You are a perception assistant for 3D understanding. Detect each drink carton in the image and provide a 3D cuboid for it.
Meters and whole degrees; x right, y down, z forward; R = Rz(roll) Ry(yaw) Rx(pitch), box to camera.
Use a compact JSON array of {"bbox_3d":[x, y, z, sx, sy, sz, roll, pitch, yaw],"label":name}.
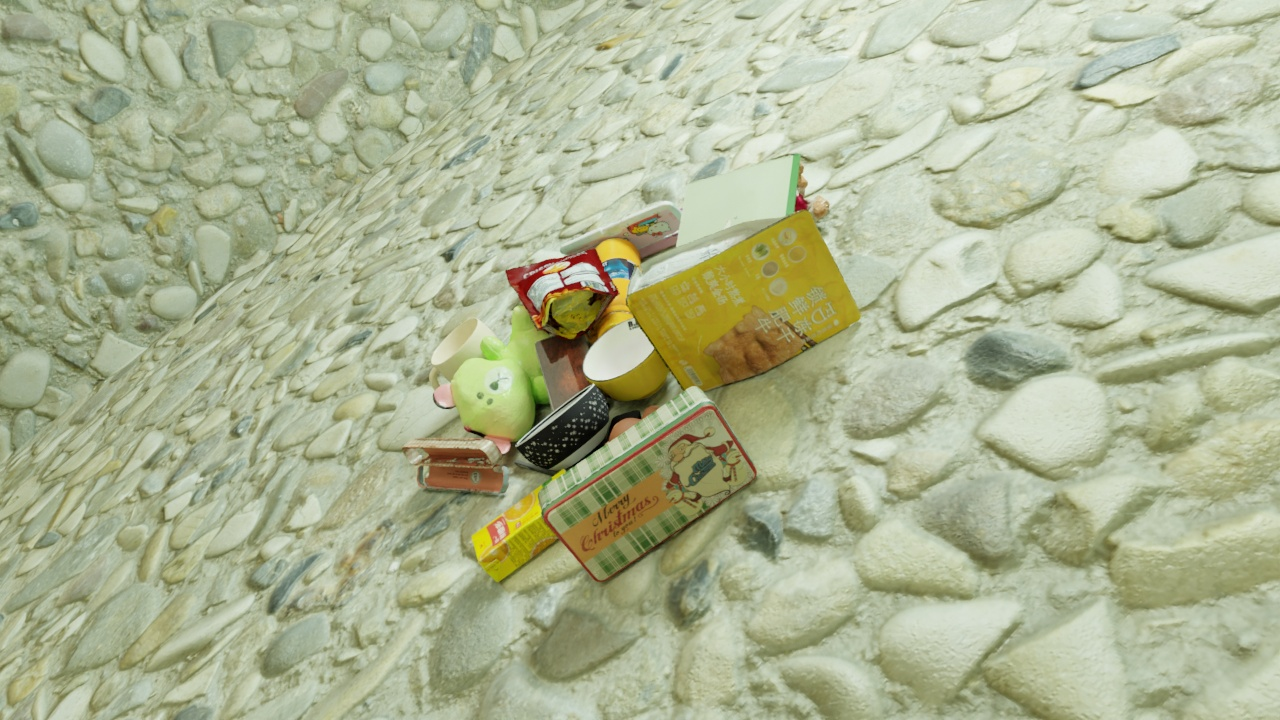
[{"bbox_3d":[-0.124,0.188,1.043,0.134,0.043,0.058,-36,28,-3],"label":"drink carton"}]

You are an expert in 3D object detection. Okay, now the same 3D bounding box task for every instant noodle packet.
[{"bbox_3d":[0.119,-0.069,1.042,0.222,0.163,0.084,-21,32,23],"label":"instant noodle packet"}]

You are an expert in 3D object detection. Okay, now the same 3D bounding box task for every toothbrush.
[{"bbox_3d":[-0.105,0.137,1.123,0.168,0.013,0.013,6,58,49],"label":"toothbrush"}]

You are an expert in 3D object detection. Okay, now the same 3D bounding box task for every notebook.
[{"bbox_3d":[0.119,-0.147,1.212,0.182,0.010,0.252,-8,62,38],"label":"notebook"}]

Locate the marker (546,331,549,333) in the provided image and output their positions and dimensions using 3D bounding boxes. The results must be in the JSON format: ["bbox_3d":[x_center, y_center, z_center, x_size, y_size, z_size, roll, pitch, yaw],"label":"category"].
[{"bbox_3d":[-0.116,-0.064,1.405,0.124,0.021,0.017,-26,31,19],"label":"marker"}]

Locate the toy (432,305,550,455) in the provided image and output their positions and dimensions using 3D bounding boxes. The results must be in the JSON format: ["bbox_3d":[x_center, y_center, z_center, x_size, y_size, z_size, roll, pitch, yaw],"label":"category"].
[{"bbox_3d":[-0.180,0.031,1.262,0.150,0.107,0.196,36,72,16],"label":"toy"}]

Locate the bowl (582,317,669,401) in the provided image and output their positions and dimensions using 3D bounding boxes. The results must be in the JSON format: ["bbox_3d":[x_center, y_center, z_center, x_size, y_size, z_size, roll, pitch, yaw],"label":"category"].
[{"bbox_3d":[-0.007,0.007,1.153,0.117,0.067,0.117,-25,32,17],"label":"bowl"}]

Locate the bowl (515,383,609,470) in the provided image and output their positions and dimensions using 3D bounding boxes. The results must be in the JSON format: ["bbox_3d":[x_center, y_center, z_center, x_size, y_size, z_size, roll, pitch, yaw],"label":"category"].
[{"bbox_3d":[-0.083,0.090,1.100,0.120,0.066,0.120,-38,4,3],"label":"bowl"}]

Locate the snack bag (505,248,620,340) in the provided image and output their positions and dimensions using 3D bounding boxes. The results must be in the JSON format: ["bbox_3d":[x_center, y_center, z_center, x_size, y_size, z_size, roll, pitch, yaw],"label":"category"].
[{"bbox_3d":[-0.108,-0.108,1.271,0.139,0.067,0.207,-23,32,-6],"label":"snack bag"}]

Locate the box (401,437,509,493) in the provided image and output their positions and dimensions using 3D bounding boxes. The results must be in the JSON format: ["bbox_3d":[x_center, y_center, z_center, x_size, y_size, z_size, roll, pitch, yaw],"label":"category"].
[{"bbox_3d":[-0.243,0.137,1.203,0.187,0.082,0.041,-5,31,43],"label":"box"}]

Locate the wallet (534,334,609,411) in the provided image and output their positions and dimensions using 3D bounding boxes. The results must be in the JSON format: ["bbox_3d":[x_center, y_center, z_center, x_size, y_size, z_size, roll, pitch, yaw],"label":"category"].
[{"bbox_3d":[-0.092,0.019,1.200,0.072,0.019,0.123,-17,59,-5],"label":"wallet"}]

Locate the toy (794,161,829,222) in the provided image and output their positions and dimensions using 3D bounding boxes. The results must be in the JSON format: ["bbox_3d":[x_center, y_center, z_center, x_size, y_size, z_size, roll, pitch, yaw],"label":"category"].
[{"bbox_3d":[0.196,-0.212,1.251,0.106,0.085,0.074,-32,8,22],"label":"toy"}]

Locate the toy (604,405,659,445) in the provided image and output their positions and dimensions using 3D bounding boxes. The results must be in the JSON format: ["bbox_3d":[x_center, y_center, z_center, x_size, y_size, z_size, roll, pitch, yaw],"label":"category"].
[{"bbox_3d":[0.024,0.098,1.010,0.128,0.065,0.094,8,54,18],"label":"toy"}]

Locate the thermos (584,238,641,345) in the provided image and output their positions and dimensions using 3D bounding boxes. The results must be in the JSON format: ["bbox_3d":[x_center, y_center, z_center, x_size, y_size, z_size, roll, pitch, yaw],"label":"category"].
[{"bbox_3d":[-0.036,-0.083,1.306,0.092,0.076,0.232,-54,22,27],"label":"thermos"}]

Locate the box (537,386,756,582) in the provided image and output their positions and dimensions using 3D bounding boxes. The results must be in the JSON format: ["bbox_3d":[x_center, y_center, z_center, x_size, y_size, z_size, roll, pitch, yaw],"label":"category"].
[{"bbox_3d":[0.008,0.127,0.927,0.205,0.118,0.051,-32,26,1],"label":"box"}]

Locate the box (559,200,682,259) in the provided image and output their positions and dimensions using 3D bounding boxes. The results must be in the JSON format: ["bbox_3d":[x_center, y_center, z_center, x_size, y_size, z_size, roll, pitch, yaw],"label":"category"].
[{"bbox_3d":[-0.009,-0.185,1.425,0.202,0.077,0.146,-20,3,25],"label":"box"}]

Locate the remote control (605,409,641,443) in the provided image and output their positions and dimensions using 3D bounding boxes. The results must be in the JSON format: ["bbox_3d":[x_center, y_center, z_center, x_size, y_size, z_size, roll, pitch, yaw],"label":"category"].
[{"bbox_3d":[-0.026,0.118,1.066,0.041,0.020,0.151,-17,36,26],"label":"remote control"}]

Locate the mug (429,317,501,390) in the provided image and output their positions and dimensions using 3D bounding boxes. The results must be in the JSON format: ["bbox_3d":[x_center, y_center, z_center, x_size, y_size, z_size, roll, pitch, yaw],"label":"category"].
[{"bbox_3d":[-0.247,0.013,1.350,0.120,0.100,0.096,-46,25,-6],"label":"mug"}]
